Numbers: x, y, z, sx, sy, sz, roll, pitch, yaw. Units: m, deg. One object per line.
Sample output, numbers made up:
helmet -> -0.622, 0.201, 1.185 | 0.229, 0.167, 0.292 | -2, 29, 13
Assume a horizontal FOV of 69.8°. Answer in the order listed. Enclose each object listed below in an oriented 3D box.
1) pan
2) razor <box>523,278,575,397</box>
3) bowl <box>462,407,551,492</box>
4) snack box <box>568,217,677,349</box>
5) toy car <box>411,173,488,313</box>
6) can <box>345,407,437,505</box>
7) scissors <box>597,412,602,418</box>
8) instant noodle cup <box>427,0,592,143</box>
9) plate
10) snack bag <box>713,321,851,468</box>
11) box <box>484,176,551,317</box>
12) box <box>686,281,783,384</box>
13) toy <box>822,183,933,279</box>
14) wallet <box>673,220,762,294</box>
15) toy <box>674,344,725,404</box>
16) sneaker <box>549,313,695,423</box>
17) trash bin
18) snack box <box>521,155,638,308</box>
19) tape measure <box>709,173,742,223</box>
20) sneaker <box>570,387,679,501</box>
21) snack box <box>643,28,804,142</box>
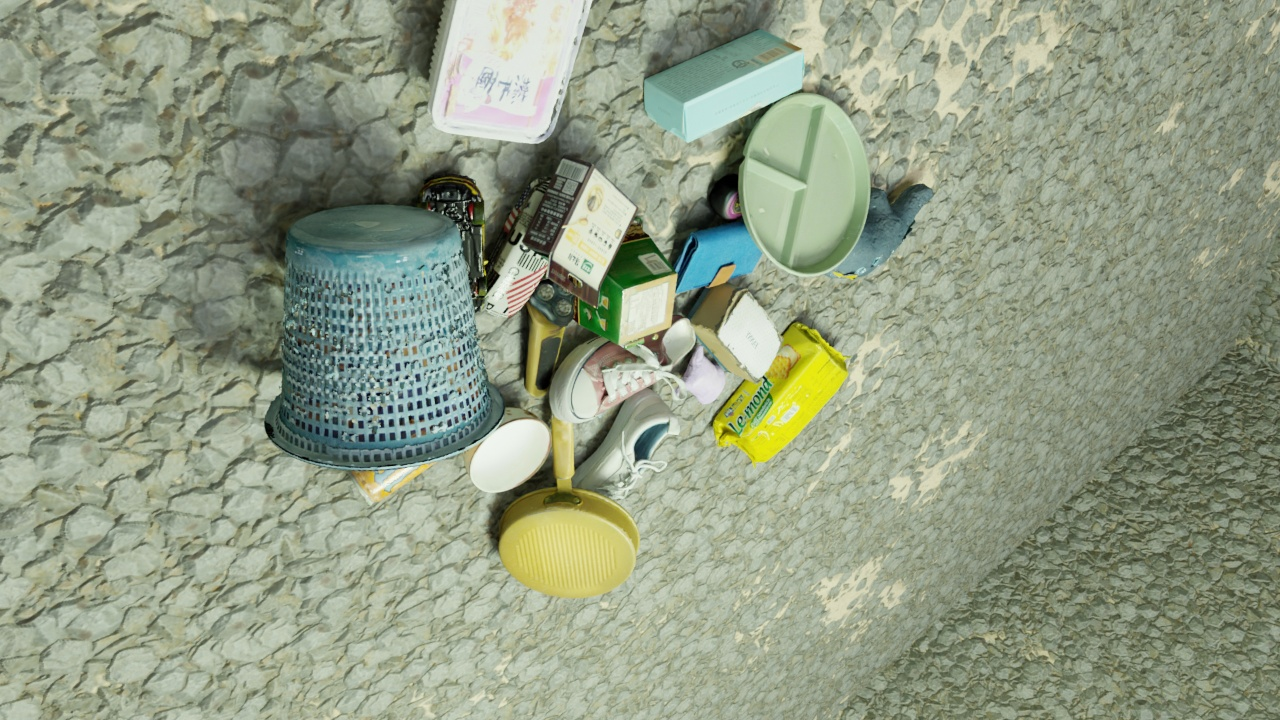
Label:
pan -> -0.100, 0.183, 1.235 | 0.198, 0.078, 0.358 | 1, 129, 2
razor -> -0.113, -0.023, 1.093 | 0.062, 0.067, 0.168 | -17, 139, -32
bowl -> -0.174, 0.102, 1.140 | 0.113, 0.062, 0.114 | -23, 135, -26
snack box -> -0.019, -0.088, 1.085 | 0.118, 0.105, 0.118 | -21, 134, -30
toy car -> -0.193, -0.114, 0.942 | 0.071, 0.041, 0.156 | -3, 126, -8
can -> -0.264, 0.103, 1.059 | 0.145, 0.058, 0.058 | -35, 140, -15
scissors -> -0.038, 0.027, 1.241 | 0.133, 0.017, 0.134 | -14, 136, -35
instant noodle cup -> -0.127, -0.295, 0.841 | 0.137, 0.060, 0.174 | -4, 126, -41
plate -> 0.210, -0.223, 1.173 | 0.229, 0.027, 0.230 | -5, 99, -36
snack bag -> 0.230, 0.061, 1.478 | 0.246, 0.068, 0.158 | -50, 142, 5
box -> -0.122, -0.119, 0.999 | 0.164, 0.060, 0.072 | -63, 163, 12
box -> 0.133, -0.042, 1.292 | 0.089, 0.062, 0.184 | -56, 141, -10
toy -> 0.302, -0.186, 1.314 | 0.355, 0.091, 0.138 | -11, 117, -40
wallet -> 0.107, -0.139, 1.193 | 0.132, 0.040, 0.107 | -17, 153, -29
toy -> 0.091, 0.031, 1.342 | 0.084, 0.039, 0.108 | -60, 148, -2
sneaker -> -0.007, 0.007, 1.159 | 0.240, 0.088, 0.118 | -30, 117, -35
trash bin -> -0.241, -0.035, 0.859 | 0.226, 0.227, 0.195 | -14, 119, -35
snack box -> -0.064, -0.135, 0.979 | 0.125, 0.053, 0.113 | -63, 151, -2
tape measure -> 0.115, -0.207, 1.161 | 0.057, 0.039, 0.058 | -39, 147, -5
sneaker -> -0.028, 0.159, 1.304 | 0.089, 0.091, 0.242 | 21, 108, -49
snack box -> 0.095, -0.309, 1.024 | 0.174, 0.074, 0.052 | -29, 138, -21
